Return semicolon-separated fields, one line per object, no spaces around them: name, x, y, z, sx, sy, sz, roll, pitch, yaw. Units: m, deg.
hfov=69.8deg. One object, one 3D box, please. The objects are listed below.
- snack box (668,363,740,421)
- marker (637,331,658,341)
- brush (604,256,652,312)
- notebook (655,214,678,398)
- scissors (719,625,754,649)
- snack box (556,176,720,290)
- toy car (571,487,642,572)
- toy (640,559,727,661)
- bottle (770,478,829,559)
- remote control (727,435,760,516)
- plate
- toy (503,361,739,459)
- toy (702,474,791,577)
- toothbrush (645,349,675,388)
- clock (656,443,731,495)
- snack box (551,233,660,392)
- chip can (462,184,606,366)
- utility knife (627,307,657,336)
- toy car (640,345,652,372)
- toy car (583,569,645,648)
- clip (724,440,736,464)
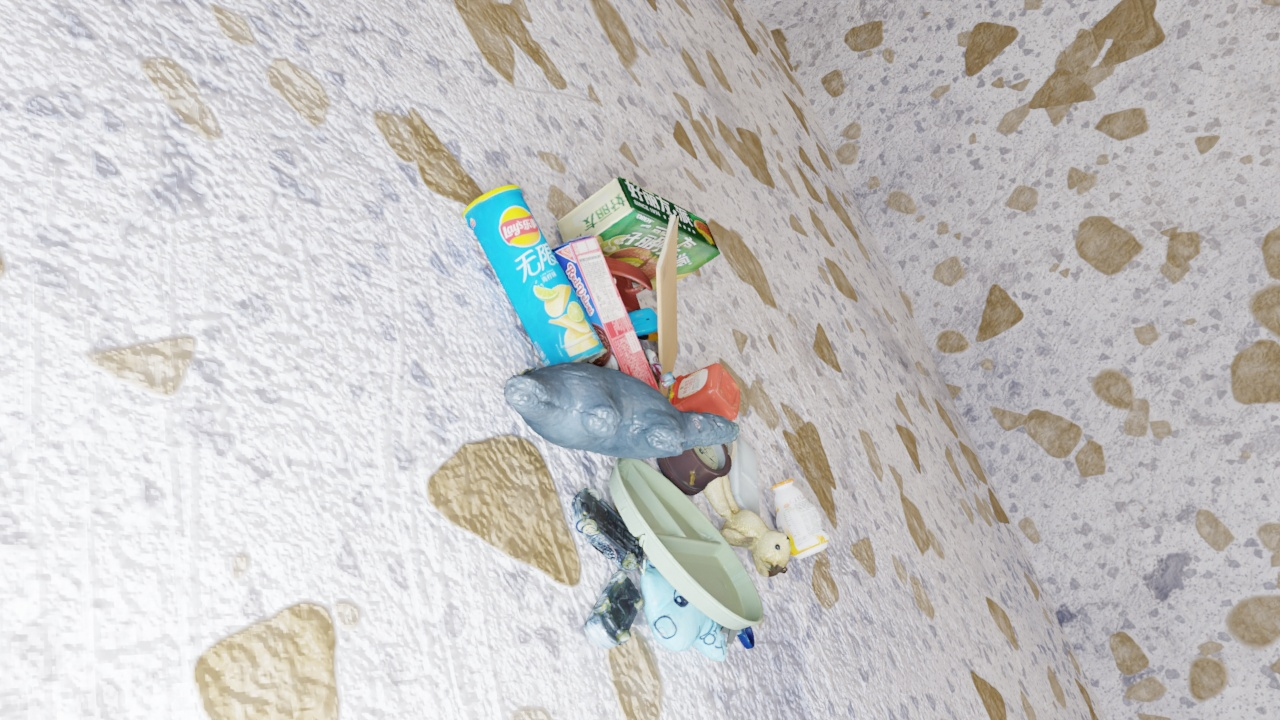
snack box;0.085;0.053;1.218;0.082;0.080;0.091;49;28;-20
marker;-0.001;-0.037;1.236;0.123;0.015;0.018;3;56;-58
brush;-0.046;-0.102;1.159;0.145;0.069;0.063;21;44;-52
notebook;0.036;-0.061;1.188;0.149;0.012;0.212;-74;165;-56
scissors;0.101;0.284;1.019;0.173;0.012;0.126;56;15;-51
snack box;0.002;-0.168;1.266;0.239;0.115;0.063;14;49;-57
toy car;-0.036;0.172;0.926;0.105;0.031;0.048;48;24;-27
toy;0.044;0.258;0.961;0.156;0.050;0.161;52;18;-14
bottle;0.222;0.224;1.302;0.063;0.063;0.108;7;57;-59
remote control;0.142;0.162;1.273;0.056;0.020;0.135;46;28;-28
plate;0.046;0.195;0.983;0.230;0.027;0.230;45;10;-11
toy;-0.033;0.053;0.944;0.355;0.138;0.091;15;84;-47
toy;0.132;0.203;1.161;0.157;0.066;0.105;53;15;25
toothbrush;0.022;0.006;1.073;0.016;0.017;0.187;60;1;-12
clock;0.071;0.116;1.140;0.082;0.055;0.121;57;32;10
snack box;-0.047;-0.040;1.064;0.058;0.057;0.207;-27;96;-55
chip can;-0.117;-0.085;1.012;0.210;0.071;0.071;62;26;4
utility knife;-0.031;-0.039;1.140;0.160;0.018;0.034;-17;87;-47
toy car;-0.007;0.007;1.155;0.042;0.035;0.090;40;28;-38
toy car;-0.025;0.237;0.873;0.043;0.034;0.090;53;24;-6
clip;0.109;0.097;1.259;0.034;0.070;0.099;38;37;-37
